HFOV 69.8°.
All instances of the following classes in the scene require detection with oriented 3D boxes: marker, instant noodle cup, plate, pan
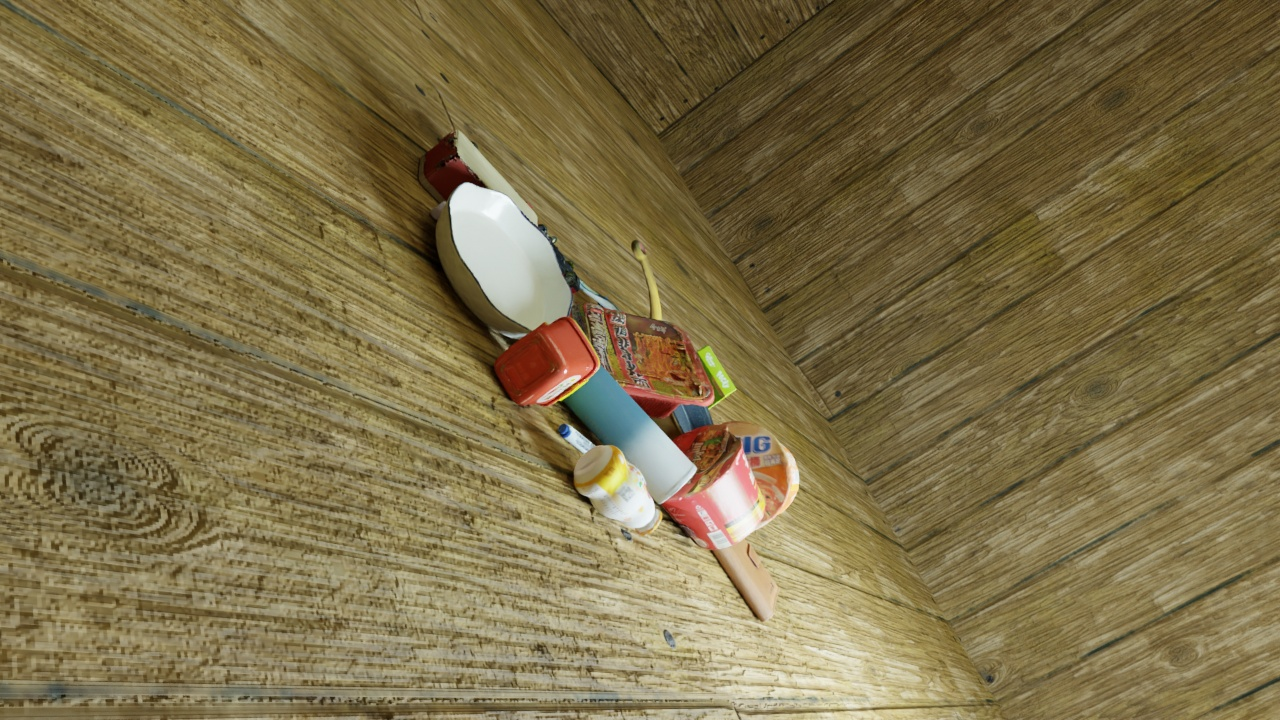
[{"bbox_3d":[-0.046,0.114,1.066,0.146,0.017,0.016,44,18,-38],"label":"marker"},{"bbox_3d":[-0.007,0.007,1.219,0.188,0.079,0.164,10,38,-26],"label":"instant noodle cup"},{"bbox_3d":[0.086,0.167,1.169,0.108,0.138,0.137,58,12,-25],"label":"instant noodle cup"},{"bbox_3d":[-0.162,-0.110,1.078,0.205,0.046,0.204,44,28,-31],"label":"plate"},{"bbox_3d":[0.040,-0.003,1.369,0.357,0.078,0.197,64,16,-5],"label":"pan"},{"bbox_3d":[0.151,0.164,1.287,0.151,0.151,0.111,60,17,19],"label":"instant noodle cup"}]

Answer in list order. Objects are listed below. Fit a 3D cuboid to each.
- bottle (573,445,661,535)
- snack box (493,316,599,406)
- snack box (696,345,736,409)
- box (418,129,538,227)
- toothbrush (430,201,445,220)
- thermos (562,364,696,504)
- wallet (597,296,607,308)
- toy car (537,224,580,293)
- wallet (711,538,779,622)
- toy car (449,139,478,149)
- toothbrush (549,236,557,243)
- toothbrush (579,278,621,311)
[{"bbox_3d":[-0.022,0.142,0.987,0.108,0.063,0.063,49,16,-24],"label":"bottle"},{"bbox_3d":[-0.105,0.003,0.986,0.082,0.091,0.080,57,22,8],"label":"snack box"},{"bbox_3d":[0.096,0.039,1.494,0.086,0.026,0.157,58,-25,6],"label":"snack box"},{"bbox_3d":[-0.199,-0.214,1.183,0.168,0.079,0.091,46,18,-33],"label":"box"},{"bbox_3d":[-0.187,-0.110,1.113,0.189,0.021,0.029,53,52,-14],"label":"toothbrush"},{"bbox_3d":[-0.030,0.070,1.081,0.220,0.070,0.070,47,15,-2],"label":"thermos"},{"bbox_3d":[-0.026,-0.026,1.411,0.133,0.040,0.106,50,19,-21],"label":"wallet"},{"bbox_3d":[-0.131,-0.143,1.307,0.120,0.045,0.052,56,11,-27],"label":"toy car"},{"bbox_3d":[0.145,0.286,1.274,0.132,0.031,0.107,57,16,2],"label":"wallet"},{"bbox_3d":[-0.217,-0.245,1.270,0.156,0.041,0.071,49,16,-19],"label":"toy car"},{"bbox_3d":[-0.156,-0.183,1.377,0.012,0.017,0.185,68,15,-2],"label":"toothbrush"},{"bbox_3d":[-0.088,-0.116,1.372,0.191,0.018,0.016,37,26,-16],"label":"toothbrush"}]
